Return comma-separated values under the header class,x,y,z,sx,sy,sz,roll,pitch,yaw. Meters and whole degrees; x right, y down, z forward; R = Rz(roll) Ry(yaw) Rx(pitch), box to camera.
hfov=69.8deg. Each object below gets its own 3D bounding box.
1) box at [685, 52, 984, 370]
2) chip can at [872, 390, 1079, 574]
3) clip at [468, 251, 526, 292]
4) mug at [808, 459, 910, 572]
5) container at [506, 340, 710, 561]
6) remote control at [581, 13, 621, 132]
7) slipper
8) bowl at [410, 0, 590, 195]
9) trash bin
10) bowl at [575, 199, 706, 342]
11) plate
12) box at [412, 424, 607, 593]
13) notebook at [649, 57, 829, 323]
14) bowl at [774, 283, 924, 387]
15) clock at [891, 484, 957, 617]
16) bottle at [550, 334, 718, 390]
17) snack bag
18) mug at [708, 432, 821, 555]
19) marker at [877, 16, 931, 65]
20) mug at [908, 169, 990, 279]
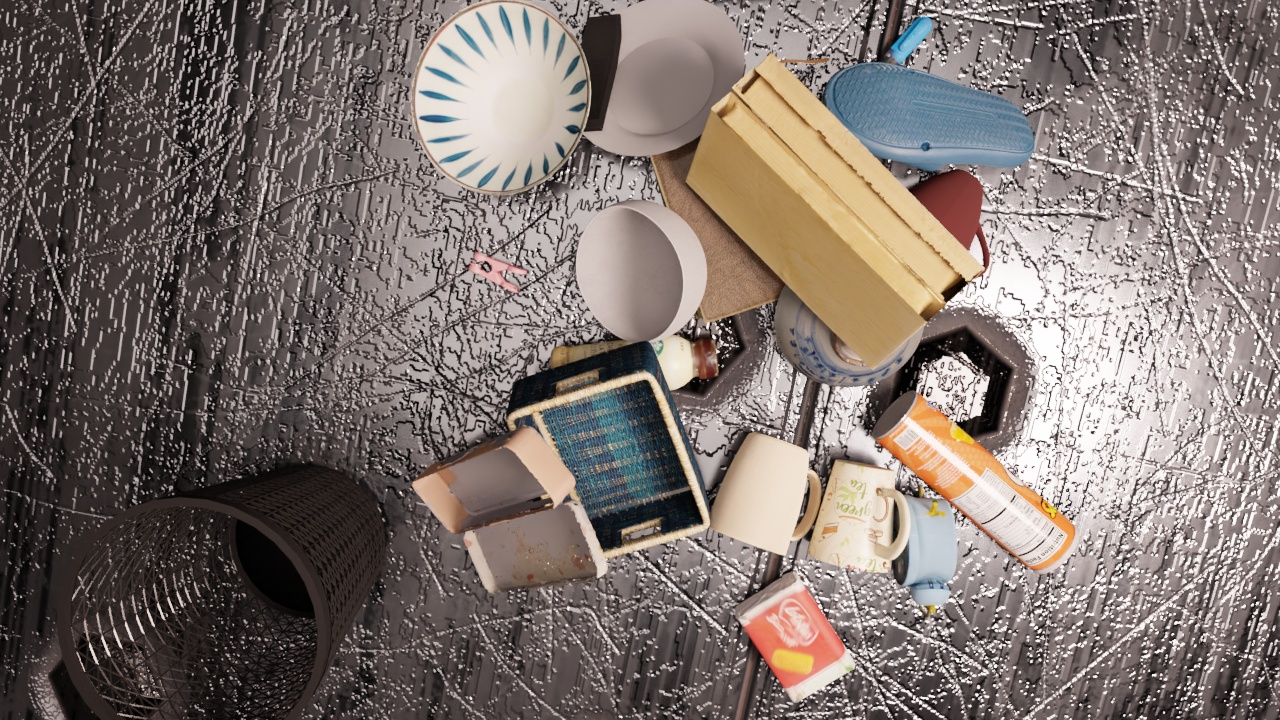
class,x,y,z,sx,sy,sz,roll,pitch,yaw
box,0.155,-0.120,0.788,0.123,0.140,0.249,-44,82,7
chip can,0.329,0.120,0.904,0.210,0.062,0.062,40,96,-2
clip,-0.142,-0.094,0.919,0.059,0.022,0.038,21,100,1
mug,0.221,0.152,0.889,0.081,0.122,0.097,10,89,-18
container,-0.027,0.089,0.878,0.145,0.071,0.187,-17,117,8
remote control,-0.042,-0.275,0.873,0.039,0.010,0.124,1,74,20
slipper,0.269,-0.216,0.858,0.213,0.059,0.103,6,62,-13
bowl,-0.121,-0.242,0.869,0.177,0.070,0.177,1,94,15
trash bin,-0.353,0.202,0.848,0.217,0.243,0.217,0,96,2
bowl,0.008,-0.088,0.876,0.132,0.064,0.132,16,117,35
plate,0.015,-0.266,0.869,0.173,0.019,0.172,-6,71,17
box,-0.126,0.152,0.867,0.217,0.058,0.154,-25,102,50
notebook,0.115,-0.166,0.894,0.190,0.034,0.215,-18,96,4
bowl,0.208,-0.033,0.877,0.150,0.056,0.151,-2,110,-5
clock,0.275,0.189,0.900,0.052,0.088,0.124,-1,97,3
bottle,-0.005,0.005,0.907,0.162,0.056,0.056,-7,96,3
snack bag,0.158,0.284,0.943,0.077,0.036,0.116,-33,94,6
mug,0.132,0.133,0.910,0.111,0.085,0.104,22,85,-28
marker,0.235,-0.282,0.886,0.018,0.015,0.123,42,98,-4
mug,0.293,-0.128,0.873,0.114,0.087,0.088,42,79,-8
